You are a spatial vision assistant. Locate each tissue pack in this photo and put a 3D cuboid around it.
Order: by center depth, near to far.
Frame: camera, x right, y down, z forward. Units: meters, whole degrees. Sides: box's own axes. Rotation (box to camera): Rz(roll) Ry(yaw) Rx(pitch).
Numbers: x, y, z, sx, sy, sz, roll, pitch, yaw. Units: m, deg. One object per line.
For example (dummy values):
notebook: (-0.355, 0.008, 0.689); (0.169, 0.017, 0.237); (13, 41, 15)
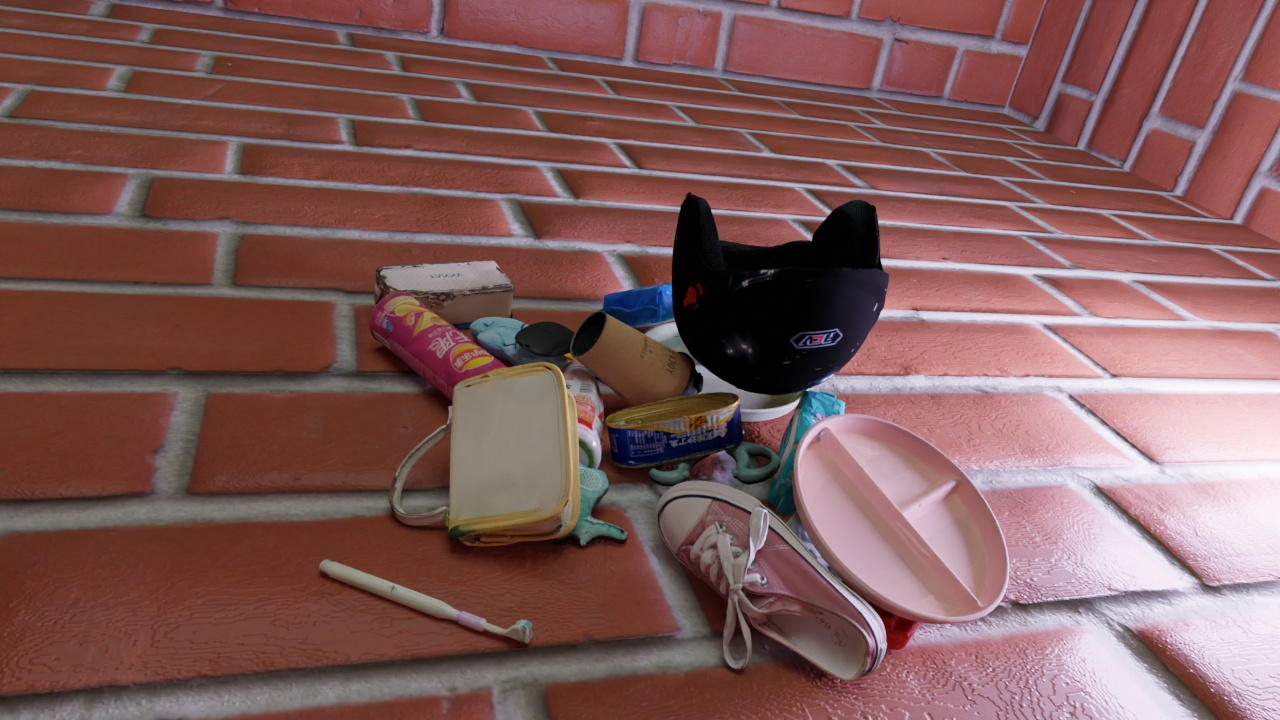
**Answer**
tissue pack: (0.177, 0.098, 0.983); (0.050, 0.093, 0.133); (22, 30, 4)
tissue pack: (0.022, -0.076, 1.248); (0.095, 0.052, 0.156); (-5, 7, 34)

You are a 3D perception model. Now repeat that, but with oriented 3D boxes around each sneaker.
sneaker: (0.097, 0.186, 0.788); (0.241, 0.118, 0.087); (37, 17, 30)

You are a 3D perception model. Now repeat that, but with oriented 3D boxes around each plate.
plate: (0.242, 0.147, 0.865); (0.229, 0.028, 0.229); (17, 42, -16)
plate: (0.102, 0.012, 1.181); (0.230, 0.028, 0.229); (8, 29, -5)

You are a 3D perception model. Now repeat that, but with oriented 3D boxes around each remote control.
remote control: (-0.101, -0.027, 1.052); (0.053, 0.024, 0.136); (31, 13, 11)

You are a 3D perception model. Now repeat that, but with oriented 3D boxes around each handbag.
handbag: (-0.146, 0.095, 0.863); (0.179, 0.063, 0.163); (-10, 57, 6)

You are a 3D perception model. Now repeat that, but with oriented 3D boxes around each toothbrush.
toothbrush: (-0.178, 0.196, 0.754); (0.189, 0.029, 0.020); (15, 69, 10)

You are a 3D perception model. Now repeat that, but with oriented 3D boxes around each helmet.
helmet: (0.153, -0.071, 1.038); (0.233, 0.230, 0.274); (-2, 17, -13)

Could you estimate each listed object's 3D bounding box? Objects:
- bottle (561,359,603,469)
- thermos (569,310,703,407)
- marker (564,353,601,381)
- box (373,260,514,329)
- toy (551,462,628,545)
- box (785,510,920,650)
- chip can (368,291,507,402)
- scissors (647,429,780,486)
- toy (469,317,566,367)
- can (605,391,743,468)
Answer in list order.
bottle: (-0.074, 0.058, 0.997); (0.068, 0.068, 0.196); (9, 25, -5)
thermos: (-0.006, 0.006, 1.038); (0.143, 0.093, 0.093); (36, 17, -29)
marker: (-0.052, 0.015, 1.131); (0.124, 0.015, 0.018); (24, 35, 19)
box: (-0.248, -0.085, 1.195); (0.184, 0.063, 0.090); (-4, 33, -30)
toy: (-0.055, 0.141, 0.878); (0.096, 0.030, 0.091); (18, 50, -4)
box: (0.227, 0.177, 0.892); (0.160, 0.064, 0.200); (43, 38, 13)
chip can: (-0.225, -0.006, 1.046); (0.071, 0.071, 0.210); (-18, 40, -42)
scissors: (0.097, 0.101, 0.986); (0.172, 0.019, 0.176); (2, 15, 32)
toy: (-0.148, -0.021, 1.103); (0.161, 0.050, 0.156); (19, 5, 21)
can: (0.038, 0.073, 0.983); (0.148, 0.049, 0.074); (-11, 14, -12)
